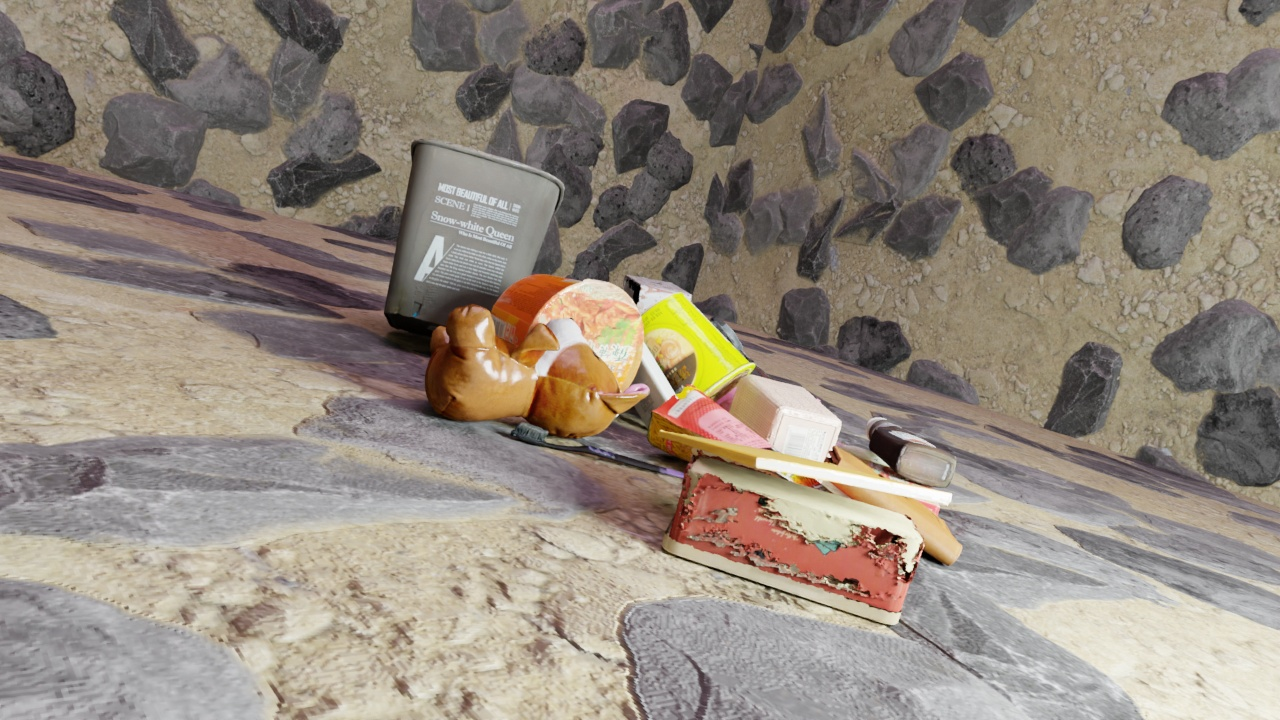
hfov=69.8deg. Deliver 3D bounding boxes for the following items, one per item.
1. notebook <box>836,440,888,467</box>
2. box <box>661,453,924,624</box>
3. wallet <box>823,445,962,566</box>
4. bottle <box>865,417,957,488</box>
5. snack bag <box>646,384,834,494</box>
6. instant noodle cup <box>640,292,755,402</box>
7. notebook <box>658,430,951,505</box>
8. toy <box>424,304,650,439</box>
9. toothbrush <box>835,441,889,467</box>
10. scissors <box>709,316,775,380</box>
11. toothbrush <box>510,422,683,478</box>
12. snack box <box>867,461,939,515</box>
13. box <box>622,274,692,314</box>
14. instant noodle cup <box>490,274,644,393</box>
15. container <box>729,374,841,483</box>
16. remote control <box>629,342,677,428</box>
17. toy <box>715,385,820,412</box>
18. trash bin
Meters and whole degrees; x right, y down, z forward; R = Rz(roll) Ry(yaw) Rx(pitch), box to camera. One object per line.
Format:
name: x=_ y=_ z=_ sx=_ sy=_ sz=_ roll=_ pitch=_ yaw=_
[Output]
notebook: x=0.233 y=0.112 z=1.226 sx=0.149 sy=0.012 sz=0.212 roll=11 pitch=9 yaw=-38
box: x=0.108 y=0.114 z=0.647 sx=0.168 sy=0.077 sz=0.091 roll=16 pitch=6 yaw=8
wallet: x=0.229 y=0.130 z=0.848 sx=0.132 sy=0.031 sz=0.107 roll=37 pitch=9 yaw=6
bottle: x=0.313 y=0.104 z=1.103 sx=0.080 sy=0.044 sz=0.195 roll=17 pitch=7 yaw=-3
snack bag: x=0.110 y=0.097 z=0.871 sx=0.208 sy=0.073 sz=0.128 roll=28 pitch=2 yaw=32
instant noodle cup: x=0.050 y=-0.008 z=1.055 sx=0.123 sy=0.112 sz=0.111 roll=53 pitch=17 yaw=12
notebook: x=0.111 y=0.076 z=0.686 sx=0.145 sy=0.010 sz=0.206 roll=12 pitch=-3 yaw=-16
toy: x=-0.099 y=0.014 z=0.861 sx=0.199 sy=0.130 sz=0.140 roll=21 pitch=-17 yaw=-20
toothbrush: x=0.290 y=0.120 z=1.176 sx=0.189 sy=0.029 sz=0.020 roll=18 pitch=-34 yaw=-3
scissors: x=0.150 y=0.002 z=1.262 sx=0.165 sy=0.014 sz=0.163 roll=55 pitch=-10 yaw=-13
toothbrush: x=-0.026 y=0.086 z=0.837 sx=0.189 sy=0.017 sz=0.014 roll=16 pitch=15 yaw=-12
snack box: x=0.284 y=0.145 z=1.008 sx=0.075 sy=0.025 sz=0.152 roll=17 pitch=7 yaw=13
box: x=0.061 y=-0.033 z=1.374 sx=0.205 sy=0.158 sz=0.181 roll=15 pitch=7 yaw=-8
instant noodle cup: x=-0.088 y=-0.024 z=0.994 sx=0.151 sy=0.151 sz=0.111 roll=10 pitch=10 yaw=-39
container: x=0.156 y=0.079 z=1.006 sx=0.090 sy=0.090 sz=0.111 roll=14 pitch=11 yaw=-17
remote control: x=-0.006 y=0.006 z=1.035 sx=0.021 sy=0.058 sz=0.150 roll=-17 pitch=68 yaw=-37
toy: x=0.140 y=0.057 z=1.160 sx=0.178 sy=0.075 sz=0.194 roll=-2 pitch=14 yaw=-16
trash bin: x=-0.222 y=-0.136 z=1.178 sx=0.199 sy=0.219 sz=0.199 roll=15 pitch=-10 yaw=-9
